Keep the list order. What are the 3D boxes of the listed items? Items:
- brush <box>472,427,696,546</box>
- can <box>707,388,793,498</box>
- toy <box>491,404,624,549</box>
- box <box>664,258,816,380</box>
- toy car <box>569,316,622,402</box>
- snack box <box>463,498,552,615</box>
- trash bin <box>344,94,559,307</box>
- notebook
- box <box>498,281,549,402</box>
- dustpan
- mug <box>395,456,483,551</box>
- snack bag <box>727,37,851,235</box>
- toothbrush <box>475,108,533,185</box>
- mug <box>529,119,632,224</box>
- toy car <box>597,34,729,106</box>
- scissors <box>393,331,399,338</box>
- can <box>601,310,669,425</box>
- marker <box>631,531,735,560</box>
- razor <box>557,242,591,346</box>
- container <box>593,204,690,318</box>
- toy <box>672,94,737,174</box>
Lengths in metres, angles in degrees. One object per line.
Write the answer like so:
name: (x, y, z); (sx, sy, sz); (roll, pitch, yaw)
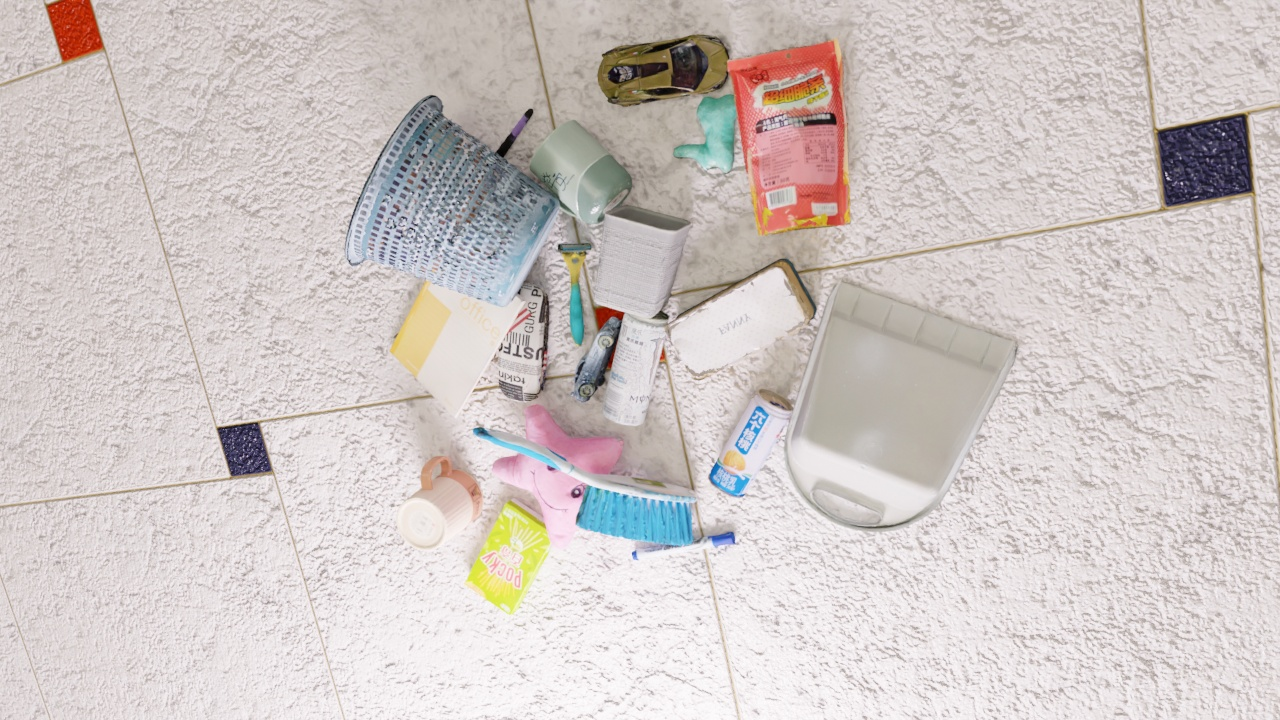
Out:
brush: (-0.068, 0.161, 1.158); (0.314, 0.060, 0.109); (12, 99, -19)
can: (0.137, 0.104, 1.146); (0.053, 0.053, 0.135); (30, 110, 9)
toy: (-0.099, 0.143, 1.219); (0.179, 0.074, 0.194); (-34, 96, 17)
box: (0.126, -0.052, 1.111); (0.185, 0.060, 0.090); (-26, 95, 20)
toy car: (-0.056, -0.002, 1.183); (0.037, 0.054, 0.121); (28, 109, 8)
snack box: (-0.183, 0.281, 1.307); (0.086, 0.026, 0.157); (32, 111, 9)
trash bin: (-0.214, -0.171, 1.107); (0.195, 0.226, 0.227); (28, 110, -6)
notebook: (-0.251, -0.044, 1.234); (0.146, 0.010, 0.207); (42, 116, 16)
box: (-0.156, -0.024, 1.211); (0.070, 0.055, 0.164); (14, 109, 37)
dustpan: (0.291, 0.075, 1.114); (0.223, 0.143, 0.257); (22, 79, 12)
mug: (-0.280, 0.193, 1.274); (0.082, 0.105, 0.114); (0, 103, 18)
snack bag: (0.175, -0.251, 1.046); (0.129, 0.073, 0.208); (-7, 96, 12)
toothbrush: (-0.195, -0.250, 1.188); (0.014, 0.016, 0.189); (40, 110, -2)
mug: (-0.076, -0.219, 1.128); (0.106, 0.082, 0.112); (44, 142, 3)
toy car: (0.026, -0.343, 1.082); (0.158, 0.042, 0.070); (-5, 102, 16)
scissors: (-0.275, -0.077, 1.257); (0.178, 0.014, 0.159); (-5, 102, 20)
can: (-0.007, 0.007, 1.166); (0.058, 0.058, 0.147); (18, 108, 13)
marker: (0.056, 0.249, 1.228); (0.146, 0.016, 0.017); (-15, 98, 20)
razor: (-0.083, -0.084, 1.185); (0.043, 0.028, 0.132); (-5, 101, -13)
container: (-0.001, -0.120, 1.119); (0.090, 0.090, 0.114); (17, 111, 14)
toy: (0.085, -0.267, 1.085); (0.096, 0.030, 0.092); (1, 102, 13)
